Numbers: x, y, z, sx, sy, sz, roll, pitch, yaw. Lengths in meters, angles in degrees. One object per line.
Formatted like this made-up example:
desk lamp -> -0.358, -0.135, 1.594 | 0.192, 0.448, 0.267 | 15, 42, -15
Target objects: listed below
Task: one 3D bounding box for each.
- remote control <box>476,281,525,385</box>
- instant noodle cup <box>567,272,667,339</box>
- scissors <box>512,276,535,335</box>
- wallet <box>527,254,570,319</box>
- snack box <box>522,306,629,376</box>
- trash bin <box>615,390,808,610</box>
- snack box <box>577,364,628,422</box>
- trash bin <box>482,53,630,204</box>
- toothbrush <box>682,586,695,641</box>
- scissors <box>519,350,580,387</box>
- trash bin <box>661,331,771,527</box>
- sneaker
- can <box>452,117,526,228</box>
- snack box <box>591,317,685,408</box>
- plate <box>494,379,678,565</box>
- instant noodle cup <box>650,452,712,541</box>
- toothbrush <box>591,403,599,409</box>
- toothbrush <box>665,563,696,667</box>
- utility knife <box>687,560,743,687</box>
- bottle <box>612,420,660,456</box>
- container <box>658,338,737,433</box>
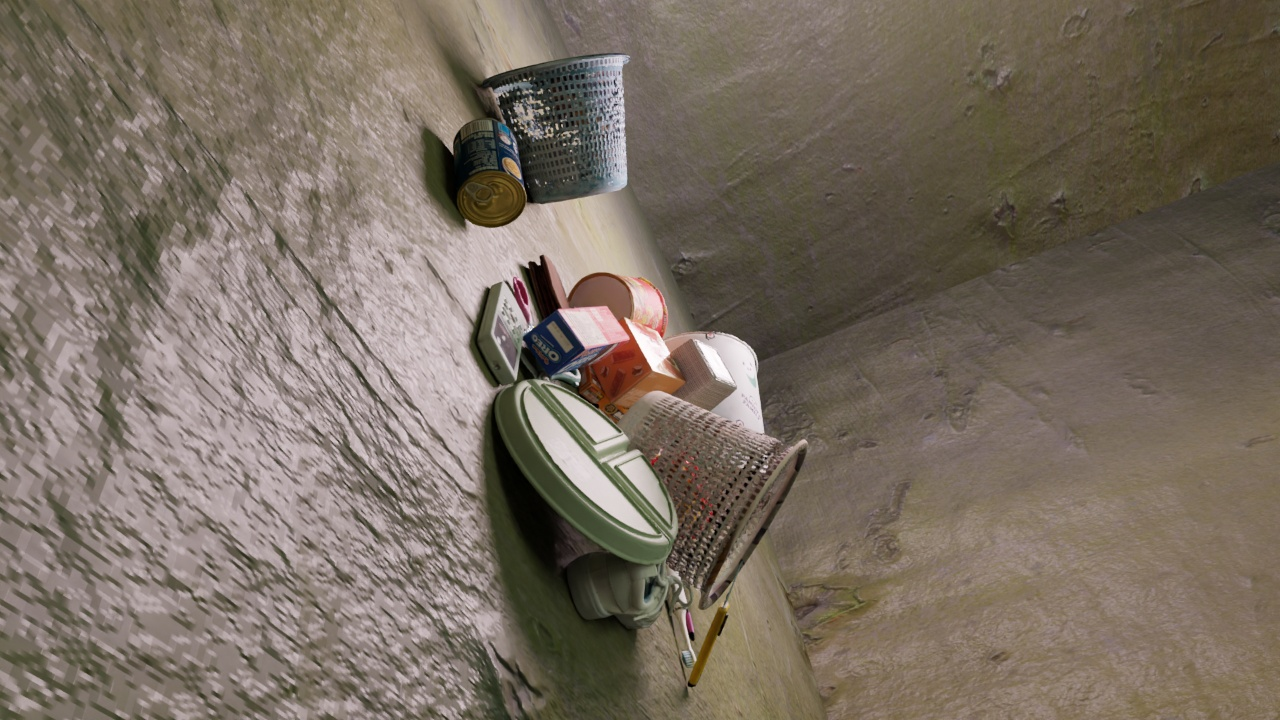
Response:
remote control -> -0.142, -0.031, 0.953 | 0.149, 0.021, 0.058 | -97, 164, -63
instant noodle cup -> -0.041, -0.065, 1.348 | 0.108, 0.138, 0.138 | 14, 54, -70
scissors -> -0.129, -0.040, 1.091 | 0.133, 0.017, 0.136 | -36, 108, -78
wallet -> -0.111, -0.073, 1.235 | 0.101, 0.032, 0.124 | 39, 31, -79
snack box -> -0.073, -0.027, 1.092 | 0.058, 0.057, 0.207 | 55, 13, 4
trash bin -> 0.058, 0.144, 1.077 | 0.192, 0.227, 0.227 | 31, -3, 18
snack box -> -0.029, 0.056, 1.288 | 0.153, 0.026, 0.075 | 40, 23, -31
trash bin -> -0.111, -0.346, 1.400 | 0.226, 0.227, 0.195 | -73, 153, -77
toothbrush -> 0.053, 0.321, 1.349 | 0.018, 0.014, 0.189 | 42, 26, -50
scissors -> -0.084, 0.047, 1.040 | 0.175, 0.019, 0.169 | 56, 15, -3
trash bin -> 0.100, 0.119, 1.489 | 0.230, 0.230, 0.251 | 59, 18, -48
sneaker -> 0.002, 0.232, 0.973 | 0.242, 0.091, 0.089 | 49, 22, -69
can -> -0.172, -0.213, 1.035 | 0.075, 0.075, 0.111 | 60, 12, -47
snack box -> -0.007, 0.007, 1.261 | 0.092, 0.077, 0.094 | 20, 37, -56
plate -> -0.046, 0.101, 0.898 | 0.230, 0.027, 0.230 | 40, 15, -13
instant noodle cup -> 0.029, 0.190, 1.226 | 0.124, 0.116, 0.116 | 88, -18, -81
toothbrush -> -0.064, 0.092, 1.135 | 0.212, 0.026, 0.027 | -84, 175, -75
toothbrush -> 0.046, 0.317, 1.267 | 0.027, 0.026, 0.220 | 111, -28, -47
utility knife -> 0.094, 0.326, 1.126 | 0.033, 0.015, 0.231 | -47, 157, -54
bottle -> -0.001, 0.129, 1.344 | 0.149, 0.067, 0.066 | 63, 7, 11
container -> 0.066, 0.036, 1.319 | 0.090, 0.114, 0.090 | 19, 38, -56
